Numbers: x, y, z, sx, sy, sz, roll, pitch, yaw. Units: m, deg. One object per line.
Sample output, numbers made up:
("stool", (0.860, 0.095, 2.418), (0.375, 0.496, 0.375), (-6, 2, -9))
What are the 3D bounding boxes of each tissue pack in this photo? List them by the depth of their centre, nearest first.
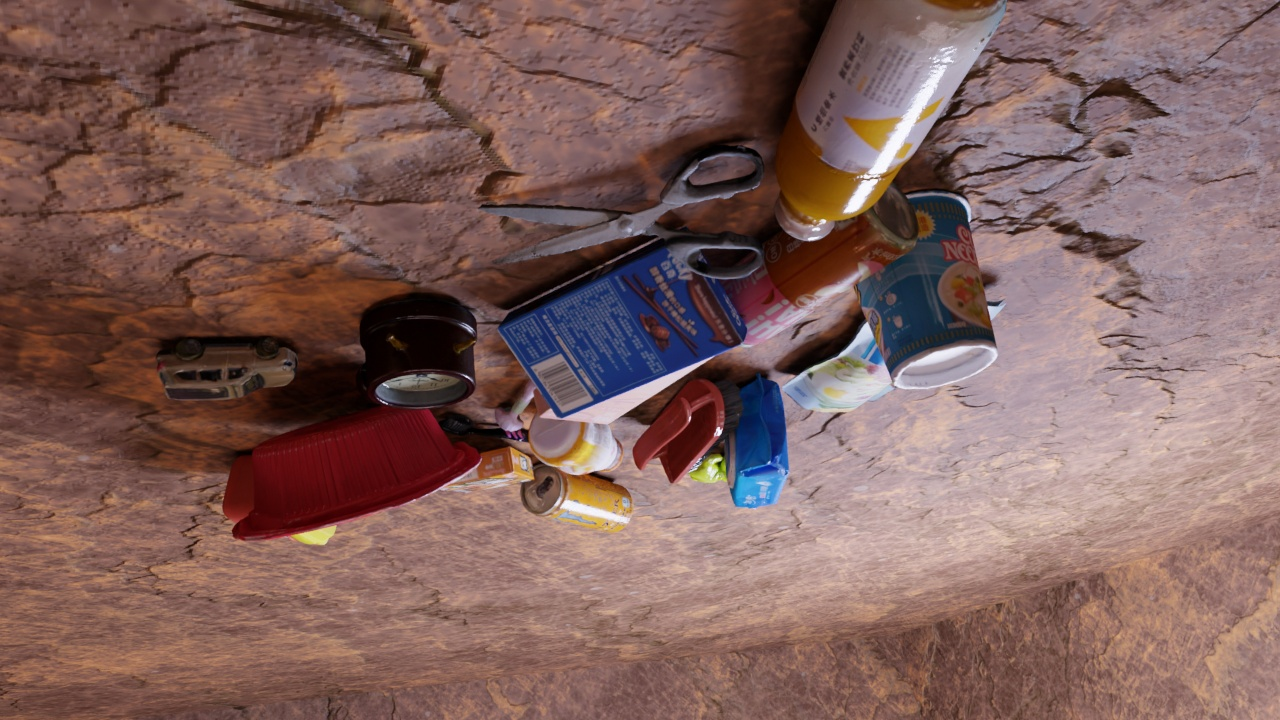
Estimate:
("tissue pack", (0.109, 0.083, 0.891), (0.052, 0.094, 0.157), (-4, 156, 0))

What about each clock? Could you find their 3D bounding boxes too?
("clock", (-0.160, 0.003, 0.658), (0.082, 0.055, 0.122), (1, 155, -23))

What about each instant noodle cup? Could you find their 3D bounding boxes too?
("instant noodle cup", (0.192, -0.042, 0.626), (0.099, 0.109, 0.099), (-9, 156, -4))
("instant noodle cup", (-0.228, 0.078, 0.724), (0.194, 0.066, 0.194), (-14, -175, 1))

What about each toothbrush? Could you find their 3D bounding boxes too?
("toothbrush", (-0.081, 0.013, 0.755), (0.029, 0.021, 0.190), (31, 143, -9))
("toothbrush", (-0.111, 0.071, 0.880), (0.189, 0.014, 0.018), (15, 134, -44))

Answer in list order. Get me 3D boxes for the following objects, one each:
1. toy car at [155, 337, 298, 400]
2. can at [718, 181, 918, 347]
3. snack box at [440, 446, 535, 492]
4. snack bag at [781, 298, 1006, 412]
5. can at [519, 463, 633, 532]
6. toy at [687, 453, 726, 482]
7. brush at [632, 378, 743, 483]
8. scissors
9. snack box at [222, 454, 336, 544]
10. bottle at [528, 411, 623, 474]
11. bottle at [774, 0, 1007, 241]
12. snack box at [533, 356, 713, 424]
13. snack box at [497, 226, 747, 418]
("toy car", (-0.289, 0.007, 0.646), (0.090, 0.035, 0.042), (-4, 156, -19))
("can", (0.110, -0.063, 0.611), (0.057, 0.057, 0.148), (10, 149, -37))
("snack box", (-0.149, 0.107, 0.884), (0.075, 0.026, 0.154), (-11, 170, -1))
("snack bag", (0.216, -0.008, 0.802), (0.110, 0.038, 0.192), (14, 148, -21))
("can", (-0.068, 0.155, 1.022), (0.058, 0.058, 0.146), (-22, 153, 25))
("toy", (0.103, 0.121, 1.047), (0.100, 0.031, 0.097), (-15, 153, 13))
("brush", (0.041, 0.064, 0.858), (0.069, 0.063, 0.146), (-13, 158, -26))
("scissors", (-0.001, -0.082, 0.552), (0.170, 0.014, 0.160), (31, 123, -27))
("snack box", (-0.326, 0.123, 0.840), (0.080, 0.081, 0.091), (2, 156, 6))
("bottle", (-0.055, 0.075, 0.846), (0.063, 0.063, 0.108), (-19, 154, 20))
("bottle", (0.111, -0.126, 0.461), (0.068, 0.068, 0.190), (-4, 156, -12))
("snack box", (-0.004, 0.004, 0.731), (0.158, 0.026, 0.084), (-33, 153, 33))
("snack box", (-0.014, -0.022, 0.635), (0.157, 0.026, 0.084), (-23, 111, 26))
